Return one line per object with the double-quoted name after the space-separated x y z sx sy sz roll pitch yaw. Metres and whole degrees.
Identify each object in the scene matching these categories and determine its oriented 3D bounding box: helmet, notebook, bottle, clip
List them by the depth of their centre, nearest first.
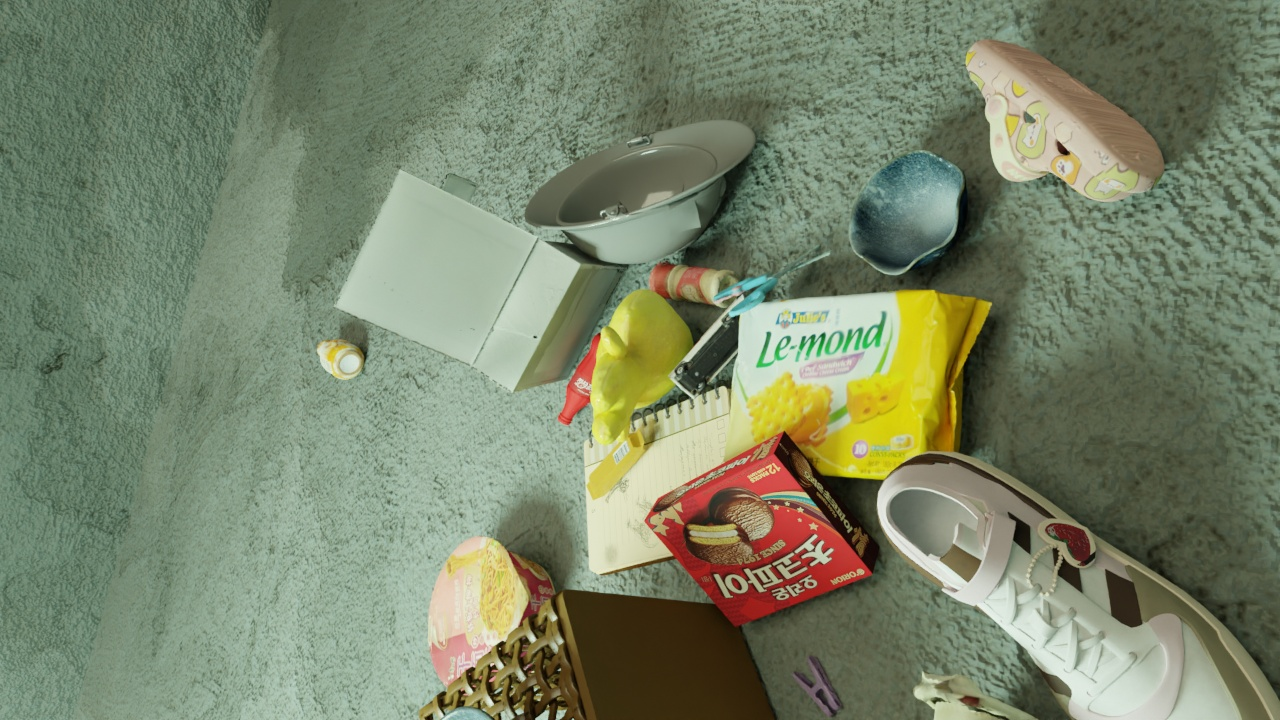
0.152 0.281 0.784 0.032 0.013 0.051 -53 47 23 "clip"
0.020 0.128 0.975 0.226 0.024 0.167 -24 61 41 "notebook"
0.058 -0.082 0.995 0.109 0.044 0.044 14 87 48 "bottle"
0.013 -0.165 1.025 0.272 0.118 0.182 -11 37 21 "helmet"
-0.064 0.025 1.094 0.119 0.036 0.036 -60 42 14 "bottle"
-0.525 -0.007 1.591 0.109 0.063 0.063 22 93 49 "bottle"

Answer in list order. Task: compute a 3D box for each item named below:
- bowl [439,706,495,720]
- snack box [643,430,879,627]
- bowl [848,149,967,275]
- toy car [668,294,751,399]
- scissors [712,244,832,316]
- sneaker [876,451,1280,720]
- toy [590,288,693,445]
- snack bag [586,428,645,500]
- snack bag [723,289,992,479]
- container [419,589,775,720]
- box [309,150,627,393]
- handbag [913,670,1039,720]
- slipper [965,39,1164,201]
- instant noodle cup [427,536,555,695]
-0.110 0.329 0.682 0.137 0.057 0.137 -19 63 43 "bowl"
0.103 0.151 0.800 0.152 0.132 0.035 -34 10 35 "snack box"
0.241 -0.123 0.798 0.111 0.055 0.110 -19 64 43 "bowl"
0.077 -0.015 0.936 0.113 0.039 0.039 -48 21 4 "toy car"
0.119 -0.073 0.881 0.135 0.015 0.129 -27 14 33 "scissors"
0.267 0.164 0.581 0.294 0.116 0.112 47 112 28 "sneaker"
-0.006 0.006 0.951 0.092 0.207 0.134 15 126 21 "toy"
-0.026 0.113 0.994 0.099 0.020 0.026 -50 42 26 "snack bag"
0.180 0.026 0.803 0.248 0.068 0.159 -1 75 48 "snack bag"
-0.021 0.365 0.784 0.215 0.219 0.251 -45 48 28 "container"
-0.176 -0.085 1.025 0.167 0.330 0.165 -61 27 12 "box"
0.229 0.332 0.567 0.132 0.184 0.228 -10 52 43 "handbag"
0.318 -0.179 0.722 0.082 0.093 0.197 -65 35 38 "slipper"
-0.168 0.301 1.079 0.179 0.077 0.178 -20 61 41 "instant noodle cup"
